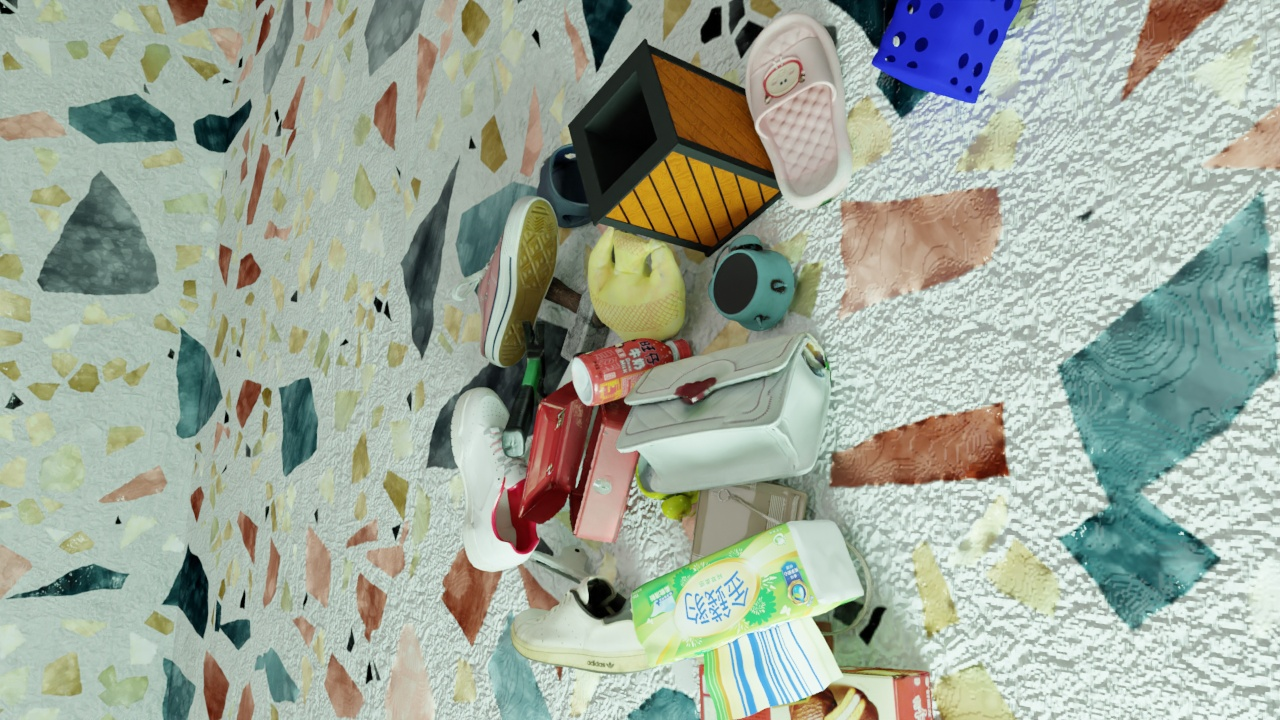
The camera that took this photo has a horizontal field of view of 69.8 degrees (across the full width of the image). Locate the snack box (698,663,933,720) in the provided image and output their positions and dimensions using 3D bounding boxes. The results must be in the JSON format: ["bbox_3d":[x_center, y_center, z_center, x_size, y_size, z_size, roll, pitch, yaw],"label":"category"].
[{"bbox_3d":[0.157,0.344,0.855,0.237,0.060,0.113,-17,69,47],"label":"snack box"}]

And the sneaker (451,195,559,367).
[{"bbox_3d":[-0.181,-0.113,1.248,0.088,0.118,0.241,28,111,32],"label":"sneaker"}]

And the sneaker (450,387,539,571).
[{"bbox_3d":[-0.171,0.140,1.155,0.105,0.090,0.236,-24,65,42],"label":"sneaker"}]

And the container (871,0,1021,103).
[{"bbox_3d":[0.276,-0.300,0.817,0.085,0.084,0.114,38,113,45],"label":"container"}]

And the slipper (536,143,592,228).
[{"bbox_3d":[-0.078,-0.242,1.224,0.264,0.082,0.101,-5,82,49],"label":"slipper"}]

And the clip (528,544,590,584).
[{"bbox_3d":[-0.092,0.266,1.170,0.044,0.101,0.054,-64,-1,15],"label":"clip"}]

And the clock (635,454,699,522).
[{"bbox_3d":[0.043,0.128,1.031,0.119,0.057,0.083,47,117,50],"label":"clock"}]

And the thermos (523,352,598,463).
[{"bbox_3d":[-0.105,0.100,1.204,0.068,0.067,0.230,48,119,43],"label":"thermos"}]

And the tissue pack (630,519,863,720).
[{"bbox_3d":[0.105,0.246,0.844,0.198,0.120,0.141,-33,65,34],"label":"tissue pack"}]

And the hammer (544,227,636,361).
[{"bbox_3d":[-0.121,-0.140,1.291,0.301,0.037,0.218,30,106,49],"label":"hammer"}]

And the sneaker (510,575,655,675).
[{"bbox_3d":[-0.076,0.310,1.110,0.242,0.088,0.102,-5,88,45],"label":"sneaker"}]

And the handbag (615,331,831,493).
[{"bbox_3d":[0.083,0.046,0.928,0.199,0.096,0.141,-15,40,36],"label":"handbag"}]

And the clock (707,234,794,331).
[{"bbox_3d":[0.113,-0.086,0.993,0.124,0.053,0.090,48,118,46],"label":"clock"}]

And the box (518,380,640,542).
[{"bbox_3d":[-0.056,0.117,1.093,0.127,0.136,0.157,14,108,8],"label":"box"}]

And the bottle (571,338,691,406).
[{"bbox_3d":[-0.006,0.006,1.051,0.062,0.137,0.062,40,139,47],"label":"bottle"}]

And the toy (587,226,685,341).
[{"bbox_3d":[-0.003,-0.079,1.103,0.171,0.064,0.155,20,122,48],"label":"toy"}]

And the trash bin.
[{"bbox_3d":[0.042,-0.225,1.008,0.140,0.171,0.139,-38,56,39],"label":"trash bin"}]

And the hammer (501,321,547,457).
[{"bbox_3d":[-0.140,0.042,1.130,0.318,0.032,0.130,-96,7,-73],"label":"hammer"}]

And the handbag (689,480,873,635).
[{"bbox_3d":[0.141,0.211,0.917,0.198,0.062,0.175,7,89,42],"label":"handbag"}]

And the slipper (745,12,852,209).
[{"bbox_3d":[0.161,-0.260,0.956,0.107,0.055,0.221,-21,69,33],"label":"slipper"}]
